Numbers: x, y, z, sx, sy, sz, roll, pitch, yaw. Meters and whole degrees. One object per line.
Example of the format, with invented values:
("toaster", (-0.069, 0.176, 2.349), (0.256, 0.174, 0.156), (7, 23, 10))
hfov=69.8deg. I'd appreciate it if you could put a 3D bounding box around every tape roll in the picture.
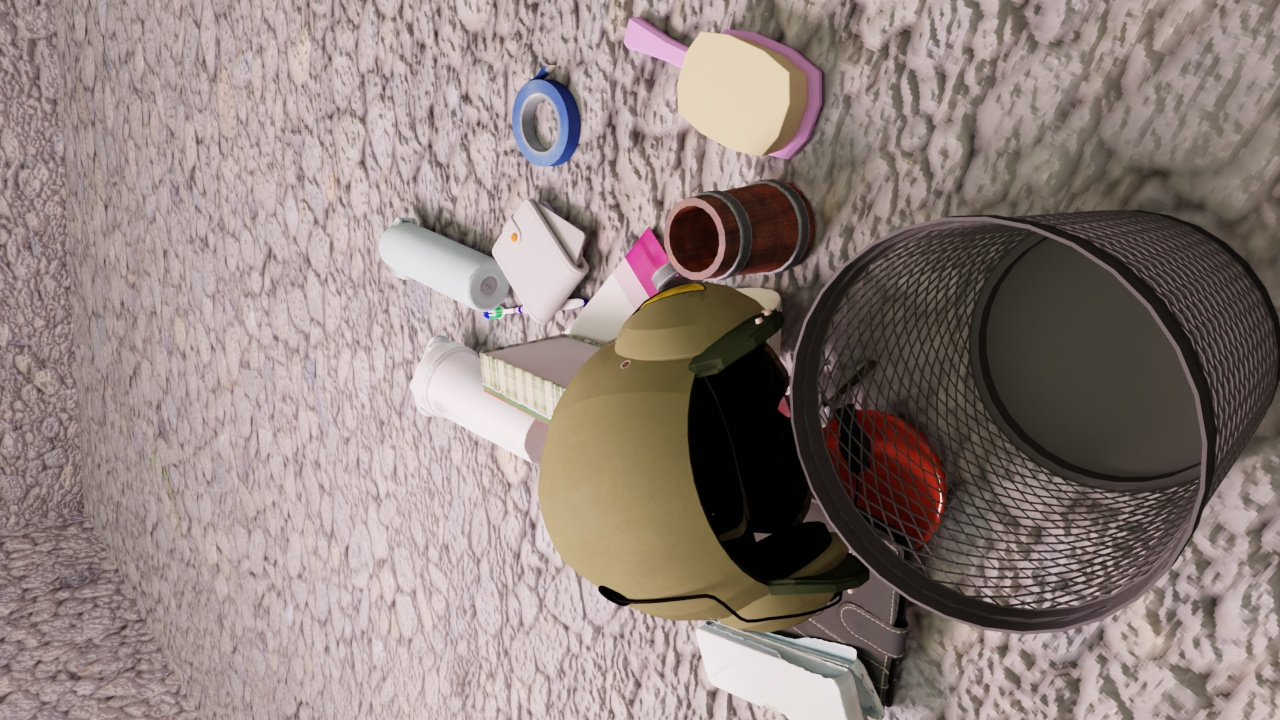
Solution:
("tape roll", (-0.102, -0.254, 0.982), (0.092, 0.016, 0.093), (-34, 77, 45))

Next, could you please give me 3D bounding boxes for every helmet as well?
("helmet", (0.049, 0.069, 0.675), (0.234, 0.254, 0.250), (-15, 96, 40))

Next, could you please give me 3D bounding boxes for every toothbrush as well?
("toothbrush", (-0.125, -0.060, 1.063), (0.187, 0.016, 0.015), (-2, 98, 47))

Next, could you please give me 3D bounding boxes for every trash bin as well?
("trash bin", (0.246, 0.014, 0.548), (0.218, 0.226, 0.218), (15, 112, 43))

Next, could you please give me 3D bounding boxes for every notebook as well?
("notebook", (0.161, 0.200, 0.807), (0.169, 0.029, 0.209), (29, 136, 40))

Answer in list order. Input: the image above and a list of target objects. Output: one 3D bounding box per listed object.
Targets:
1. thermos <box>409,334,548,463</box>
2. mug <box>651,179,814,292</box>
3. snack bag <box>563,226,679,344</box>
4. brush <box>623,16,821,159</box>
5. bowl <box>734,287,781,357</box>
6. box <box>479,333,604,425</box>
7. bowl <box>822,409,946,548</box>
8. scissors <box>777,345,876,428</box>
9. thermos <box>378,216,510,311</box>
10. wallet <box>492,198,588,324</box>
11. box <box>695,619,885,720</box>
("thermos", (-0.190, 0.050, 1.107), (0.220, 0.099, 0.099), (25, 119, 35))
("mug", (0.072, -0.098, 0.780), (0.118, 0.110, 0.081), (-44, 70, 43))
("snack bag", (-0.024, -0.051, 0.962), (0.197, 0.016, 0.070), (-47, 65, 42))
("brush", (0.055, -0.252, 0.802), (0.229, 0.043, 0.089), (38, 126, 32))
("bowl", (0.074, -0.015, 0.811), (0.115, 0.115, 0.062), (4, 119, 45))
("box", (-0.068, 0.020, 0.909), (0.206, 0.117, 0.050), (19, 115, 52))
("bowl", (0.202, 0.096, 0.758), (0.122, 0.035, 0.122), (15, 112, 42))
("scissors", (0.138, 0.070, 0.819), (0.199, 0.015, 0.179), (-18, 99, 35))
("thermos", (-0.249, -0.120, 1.137), (0.207, 0.065, 0.078), (25, 112, 39))
("wallet", (-0.104, -0.121, 1.003), (0.116, 0.037, 0.118), (-49, 62, 34))
("box", (0.128, 0.288, 0.849), (0.083, 0.067, 0.199), (50, 153, -21))
